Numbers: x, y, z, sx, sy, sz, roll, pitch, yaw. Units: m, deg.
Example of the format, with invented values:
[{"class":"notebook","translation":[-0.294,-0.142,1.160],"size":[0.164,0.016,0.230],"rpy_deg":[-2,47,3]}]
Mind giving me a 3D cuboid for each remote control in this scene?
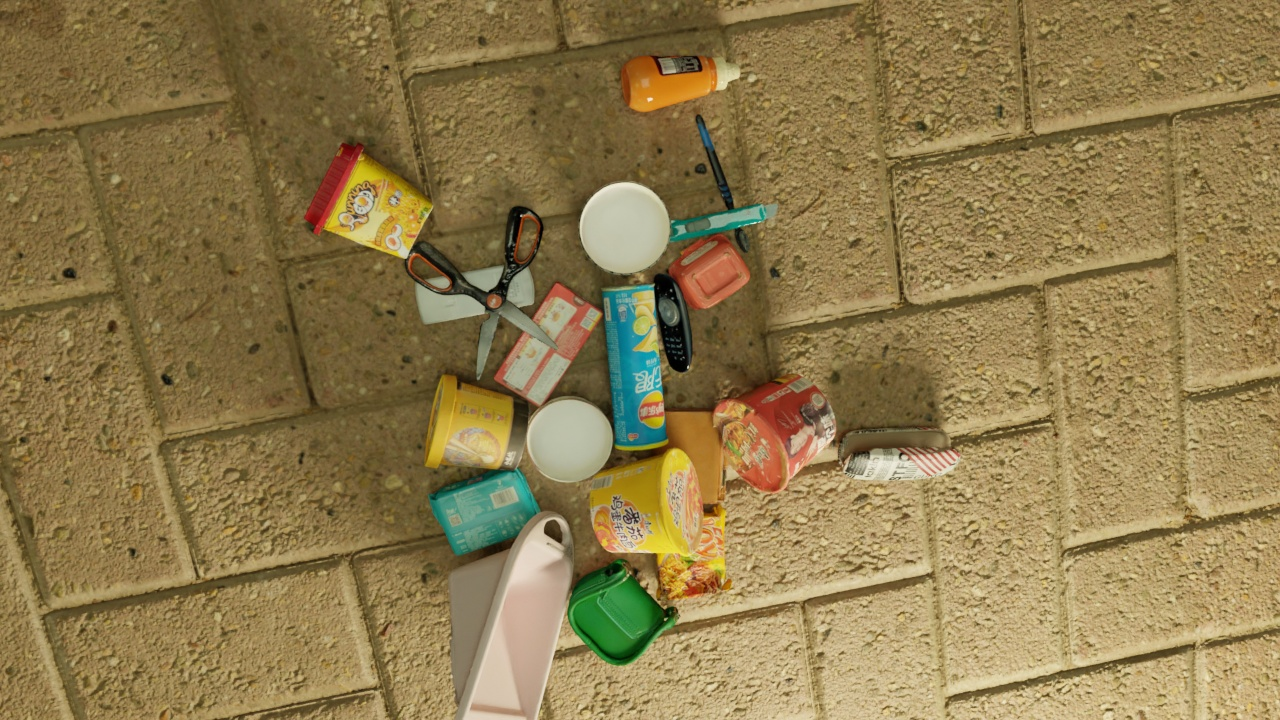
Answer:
[{"class":"remote control","translation":[0.046,-0.050,1.202],"size":[0.024,0.053,0.136],"rpy_deg":[-22,112,-31]},{"class":"remote control","translation":[-0.212,-0.087,1.180],"size":[0.150,0.021,0.058],"rpy_deg":[-11,94,-5]}]

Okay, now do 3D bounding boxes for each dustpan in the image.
[{"class":"dustpan","translation":[-0.142,0.338,1.158],"size":[0.139,0.222,0.273],"rpy_deg":[-18,66,8]}]

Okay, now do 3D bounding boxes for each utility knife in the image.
[{"class":"utility knife","translation":[0.096,-0.180,1.190],"size":[0.166,0.013,0.029],"rpy_deg":[-12,103,6]}]

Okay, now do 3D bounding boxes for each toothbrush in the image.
[{"class":"toothbrush","translation":[0.108,-0.229,1.193],"size":[0.014,0.016,0.189],"rpy_deg":[-22,101,-3]}]

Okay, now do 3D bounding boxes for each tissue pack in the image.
[{"class":"tissue pack","translation":[-0.207,0.199,1.223],"size":[0.133,0.050,0.093],"rpy_deg":[-19,104,-2]}]

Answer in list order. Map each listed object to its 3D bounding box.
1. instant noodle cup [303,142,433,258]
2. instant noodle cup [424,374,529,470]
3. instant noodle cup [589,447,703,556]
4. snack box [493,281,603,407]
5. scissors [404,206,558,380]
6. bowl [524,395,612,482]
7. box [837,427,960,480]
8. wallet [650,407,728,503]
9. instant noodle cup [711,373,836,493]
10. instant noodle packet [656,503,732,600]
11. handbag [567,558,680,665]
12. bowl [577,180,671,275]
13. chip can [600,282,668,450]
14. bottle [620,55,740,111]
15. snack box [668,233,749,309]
[{"class":"instant noodle cup","translation":[-0.326,-0.188,1.110],"size":[0.123,0.116,0.116],"rpy_deg":[27,96,-22]},{"class":"instant noodle cup","translation":[-0.208,0.086,1.172],"size":[0.114,0.118,0.118],"rpy_deg":[12,99,-17]},{"class":"instant noodle cup","translation":[0.006,0.189,1.185],"size":[0.110,0.137,0.138],"rpy_deg":[-12,103,24]},{"class":"snack box","translation":[-0.120,-0.021,1.202],"size":[0.075,0.025,0.153],"rpy_deg":[33,96,-11]},{"class":"scissors","translation":[-0.193,-0.093,1.156],"size":[0.221,0.022,0.233],"rpy_deg":[19,83,-1]},{"class":"bowl","translation":[-0.095,0.097,1.209],"size":[0.113,0.062,0.113],"rpy_deg":[-1,102,-6]},{"class":"box","translation":[0.354,0.127,1.277],"size":[0.163,0.082,0.075],"rpy_deg":[-4,135,-7]},{"class":"wallet","translation":[0.067,0.130,1.249],"size":[0.108,0.031,0.132],"rpy_deg":[0,101,-3]},{"class":"instant noodle cup","translation":[0.180,0.088,1.194],"size":[0.108,0.138,0.138],"rpy_deg":[-29,104,-27]},{"class":"instant noodle packet","translation":[0.070,0.266,1.270],"size":[0.110,0.044,0.128],"rpy_deg":[-6,102,-8]},{"class":"handbag","translation":[-0.027,0.339,1.247],"size":[0.120,0.067,0.131],"rpy_deg":[-39,101,21]},{"class":"bowl","translation":[-0.023,-0.169,1.164],"size":[0.116,0.066,0.116],"rpy_deg":[-1,101,-7]},{"class":"chip can","translation":[-0.007,0.007,1.189],"size":[0.071,0.071,0.210],"rpy_deg":[-5,96,-5]},{"class":"bottle","translation":[0.053,-0.351,1.142],"size":[0.149,0.067,0.067],"rpy_deg":[-12,102,-11]},{"class":"snack box","translation":[0.090,-0.113,1.180],"size":[0.091,0.080,0.082],"rpy_deg":[-35,102,1]}]
